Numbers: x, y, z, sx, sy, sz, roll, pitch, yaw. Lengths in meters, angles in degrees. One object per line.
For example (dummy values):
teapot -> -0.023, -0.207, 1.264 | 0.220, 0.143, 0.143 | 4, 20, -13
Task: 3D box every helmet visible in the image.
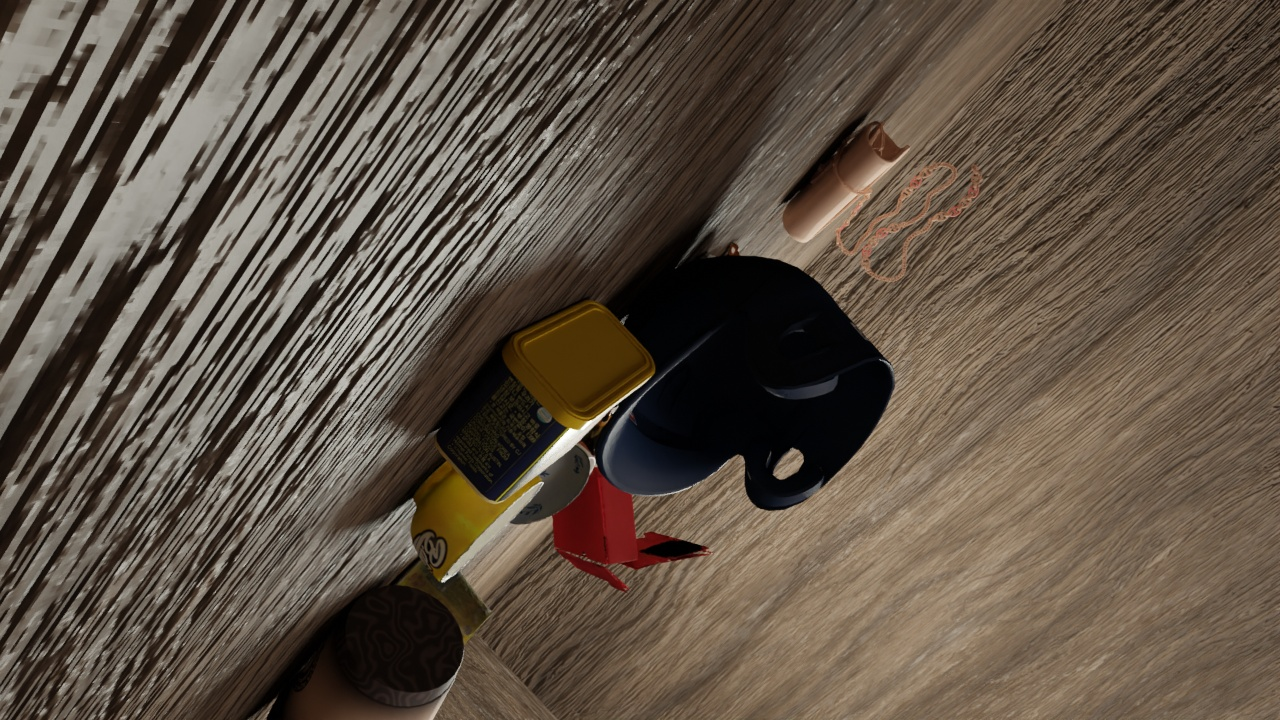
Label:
helmet -> 0.069, 0.019, 0.854 | 0.271, 0.223, 0.233 | -34, 147, -17

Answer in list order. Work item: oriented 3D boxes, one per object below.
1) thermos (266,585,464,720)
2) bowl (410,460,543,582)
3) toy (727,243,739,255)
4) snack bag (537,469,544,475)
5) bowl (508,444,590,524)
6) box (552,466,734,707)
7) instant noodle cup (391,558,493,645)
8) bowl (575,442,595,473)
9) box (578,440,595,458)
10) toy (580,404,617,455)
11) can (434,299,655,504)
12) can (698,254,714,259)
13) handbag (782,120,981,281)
thermos -> -0.296, 0.364, 0.998 | 0.227, 0.173, 0.172 | -56, 170, 30
bowl -> -0.145, 0.118, 0.761 | 0.117, 0.067, 0.117 | -45, 175, -6
toy -> 0.084, -0.090, 1.092 | 0.090, 0.070, 0.103 | -26, 141, -34
snack bag -> -0.141, 0.121, 0.901 | 0.155, 0.018, 0.074 | -45, 144, 11
bowl -> -0.113, 0.116, 0.968 | 0.114, 0.045, 0.114 | -19, 136, -19
box -> -0.019, 0.343, 1.393 | 0.107, 0.410, 0.212 | -31, -170, -24
instant noodle cup -> -0.241, 0.293, 1.106 | 0.102, 0.108, 0.102 | -47, 175, -6
bowl -> -0.113, 0.143, 1.174 | 0.104, 0.054, 0.105 | -37, 160, -16
box -> -0.098, 0.136, 1.297 | 0.186, 0.054, 0.079 | -44, 142, -26
toy -> -0.054, 0.085, 1.245 | 0.100, 0.062, 0.076 | 116, -19, -52
can -> -0.067, 0.028, 0.653 | 0.105, 0.075, 0.135 | -45, 175, 28
can -> 0.058, -0.063, 0.985 | 0.097, 0.054, 0.053 | -48, 174, 25
handbag -> 0.300, -0.188, 1.141 | 0.199, 0.187, 0.116 | -44, -177, 38
